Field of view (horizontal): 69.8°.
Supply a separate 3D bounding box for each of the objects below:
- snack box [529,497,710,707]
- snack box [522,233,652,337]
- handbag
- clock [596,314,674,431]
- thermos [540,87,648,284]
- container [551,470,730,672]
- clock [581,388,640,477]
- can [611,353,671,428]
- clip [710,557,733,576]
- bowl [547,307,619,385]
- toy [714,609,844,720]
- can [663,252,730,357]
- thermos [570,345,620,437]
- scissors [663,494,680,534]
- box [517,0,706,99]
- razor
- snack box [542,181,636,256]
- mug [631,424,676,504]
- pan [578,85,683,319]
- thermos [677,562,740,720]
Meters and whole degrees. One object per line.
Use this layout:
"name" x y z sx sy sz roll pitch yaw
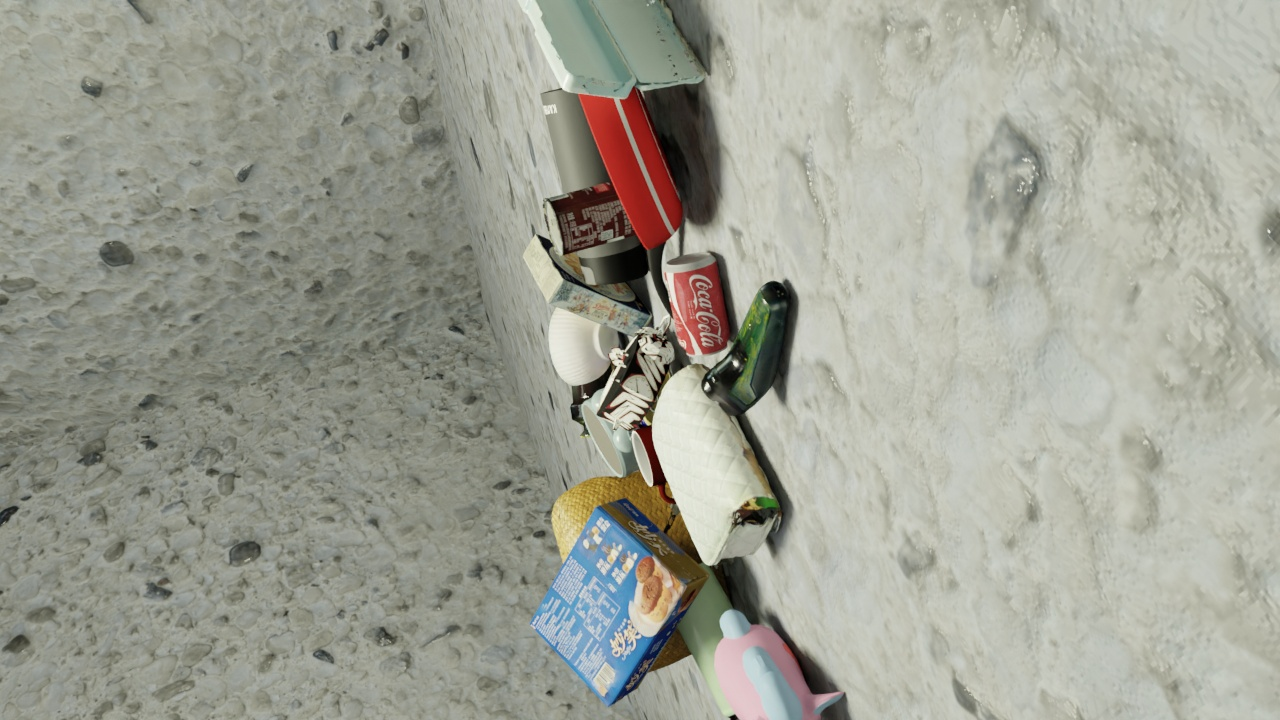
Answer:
"snack box" -0.030 0.303 1.161 0.155 0.069 0.203 39 112 27
"snack box" -0.073 -0.101 1.235 0.043 0.145 0.144 -58 34 18
"handbag" 0.082 0.114 1.003 0.139 0.072 0.194 106 147 -52
"clock" -0.006 0.007 1.132 0.155 0.065 0.114 -62 9 7
"thermos" -0.055 -0.214 1.126 0.082 0.082 0.240 -139 34 -67
"container" -0.008 0.313 1.365 0.307 0.196 0.307 161 91 -78
"clock" -0.035 0.097 1.267 0.122 0.045 0.159 58 165 18
"can" 0.008 0.038 1.248 0.092 0.056 0.116 158 95 -76
"clip" 0.108 0.245 1.198 0.058 0.050 0.102 17 124 66
"bowl" -0.070 -0.026 1.256 0.118 0.062 0.118 20 -113 -60
"toy" 0.137 0.355 1.013 0.171 0.120 0.222 73 171 -50
"can" 0.058 -0.056 0.920 0.054 0.054 0.096 -141 36 -68
"thermos" -0.066 0.005 1.403 0.098 0.098 0.220 146 117 -77
"scissors" 0.046 0.202 1.196 0.121 0.012 0.170 -19 54 65
"box" -0.038 -0.305 0.819 0.197 0.134 0.041 66 148 30
"razor" 0.094 -0.010 0.808 0.054 0.067 0.152 61 155 30
"snack box" -0.045 -0.168 1.058 0.072 0.121 0.072 162 91 -77
"mug" 0.045 0.125 1.141 0.073 0.082 0.106 -165 59 -75
"pan" 0.007 -0.167 0.947 0.356 0.067 0.208 61 -169 -47
"thermos" 0.111 0.372 1.158 0.231 0.082 0.082 61 164 17
